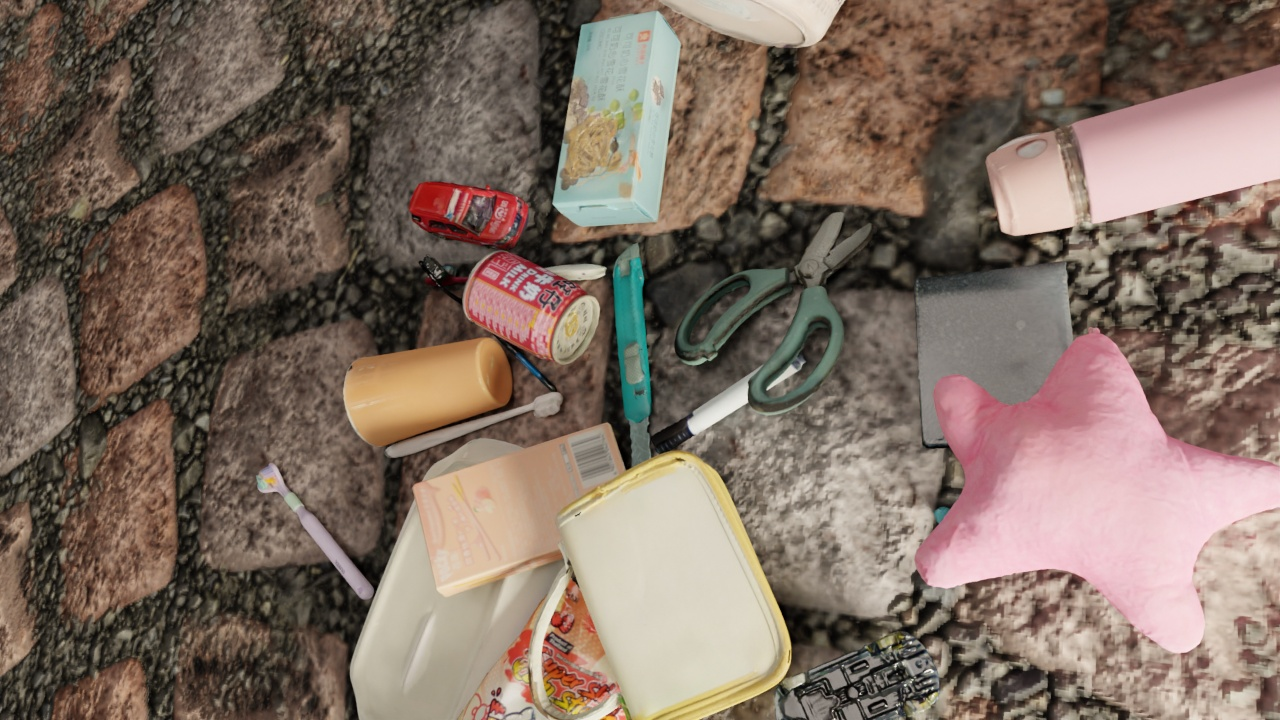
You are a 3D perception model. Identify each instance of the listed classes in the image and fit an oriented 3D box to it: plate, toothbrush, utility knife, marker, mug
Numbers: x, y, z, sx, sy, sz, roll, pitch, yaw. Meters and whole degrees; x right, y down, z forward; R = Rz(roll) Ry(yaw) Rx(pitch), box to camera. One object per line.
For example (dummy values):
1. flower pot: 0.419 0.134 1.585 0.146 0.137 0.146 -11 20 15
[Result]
1. plate: -0.152 0.190 0.726 0.162 0.034 0.265 19 84 30
2. toothbrush: -0.144 0.059 0.771 0.180 0.016 0.016 -17 39 22
3. toothbrush: -0.288 0.150 0.811 0.189 0.021 0.029 34 99 34
4. utility knife: -0.004 0.004 0.719 0.029 0.013 0.209 -16 69 28
5. toothbrush: -0.112 -0.077 0.798 0.188 0.016 0.017 0 65 27
6. marker: 0.063 0.030 0.673 0.131 0.022 0.018 -35 63 15
7. toothbrush: -0.132 -0.034 0.786 0.189 0.014 0.016 42 89 24
8. mug: -0.174 0.023 0.768 0.123 0.078 0.078 -13 69 18

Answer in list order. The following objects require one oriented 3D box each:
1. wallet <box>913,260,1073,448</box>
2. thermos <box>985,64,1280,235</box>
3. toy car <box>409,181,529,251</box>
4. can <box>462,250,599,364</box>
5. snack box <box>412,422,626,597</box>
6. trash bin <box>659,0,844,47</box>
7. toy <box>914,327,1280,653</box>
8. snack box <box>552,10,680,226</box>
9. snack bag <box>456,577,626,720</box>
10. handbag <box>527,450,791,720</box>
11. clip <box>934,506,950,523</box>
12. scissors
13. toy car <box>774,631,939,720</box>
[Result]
1. wallet: 0.231 -0.003 0.600 0.097 0.019 0.120 -5 74 25
2. thermos: 0.322 -0.134 0.571 0.199 0.067 0.087 -13 38 25
3. toy car: -0.155 -0.131 0.820 0.121 0.045 0.053 14 83 27
4. can: -0.087 -0.042 0.741 0.094 0.066 0.066 27 88 23
5. snack box: -0.084 0.110 0.685 0.157 0.026 0.084 -17 65 -5
6. trash bin: 0.097 -0.350 0.675 0.228 0.227 0.192 24 99 30
7. toy: 0.263 0.064 0.527 0.195 0.074 0.178 11 76 13
8. snack box: -0.018 -0.200 0.766 0.074 0.051 0.174 0 75 28
9. snack bag: -0.074 0.270 0.650 0.128 0.073 0.208 37 88 24
10. handbag: -0.002 0.166 0.623 0.179 0.063 0.163 -27 71 7
11. clip: 0.210 0.110 0.575 0.057 0.048 0.014 36 93 34
12. scissors: 0.093 -0.045 0.675 0.169 0.019 0.177 10 67 39
13. toy car: 0.135 0.209 0.576 0.106 0.031 0.049 -29 64 15
